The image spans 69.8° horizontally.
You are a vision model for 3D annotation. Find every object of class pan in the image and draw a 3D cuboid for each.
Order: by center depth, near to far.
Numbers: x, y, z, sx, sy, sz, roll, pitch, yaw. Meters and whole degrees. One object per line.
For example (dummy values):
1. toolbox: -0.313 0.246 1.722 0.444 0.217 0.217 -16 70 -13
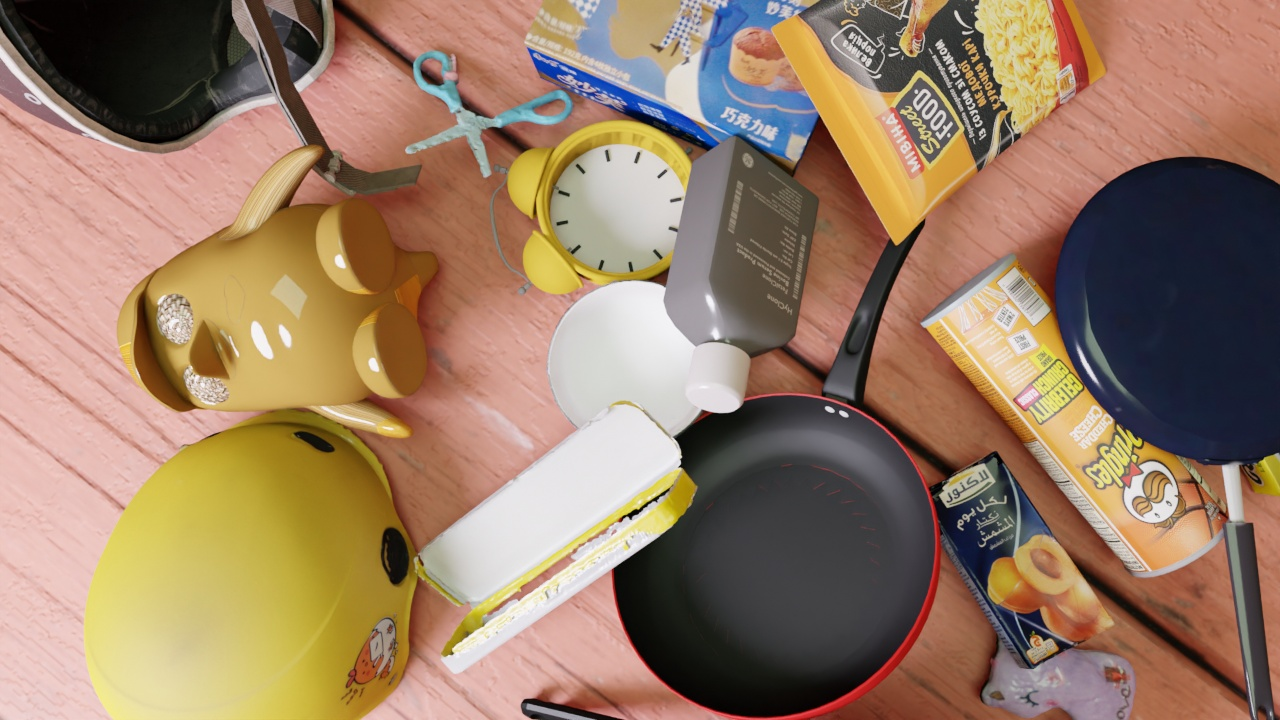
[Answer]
1. pan: 0.363 0.042 0.566 0.198 0.021 0.356 -1 81 -5
2. pan: 0.078 0.269 0.573 0.356 0.204 0.044 4 54 22
3. pan: 0.116 0.058 0.599 0.209 0.067 0.355 18 71 36

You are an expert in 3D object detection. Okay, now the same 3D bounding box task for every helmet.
1. helmet: -0.309 -0.246 0.590 0.254 0.233 0.233 -7 71 12
2. helmet: -0.264 0.150 0.601 0.209 0.139 0.240 0 86 3

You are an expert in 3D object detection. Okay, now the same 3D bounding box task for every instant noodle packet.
1. instant noodle packet: 0.207 -0.205 0.610 0.220 0.032 0.160 -38 105 -15

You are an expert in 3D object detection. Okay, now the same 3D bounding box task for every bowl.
1. bowl: -0.004 0.004 0.633 0.113 0.063 0.113 0 87 3

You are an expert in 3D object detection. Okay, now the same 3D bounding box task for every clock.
1. clock: -0.029 -0.105 0.648 0.152 0.052 0.113 -12 86 -2

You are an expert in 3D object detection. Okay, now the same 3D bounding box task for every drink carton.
1. drink carton: 0.242 0.131 0.608 0.064 0.040 0.130 -29 69 0

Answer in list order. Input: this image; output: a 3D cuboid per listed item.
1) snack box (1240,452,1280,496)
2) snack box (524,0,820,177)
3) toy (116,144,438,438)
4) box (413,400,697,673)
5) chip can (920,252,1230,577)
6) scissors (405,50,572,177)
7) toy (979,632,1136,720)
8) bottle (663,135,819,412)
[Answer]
1. snack box: 0.475 -0.001 0.616 0.181 0.045 0.121 -26 86 2
2. snack box: 0.046 -0.238 0.640 0.203 0.069 0.155 25 87 4
3. toy: -0.254 -0.026 0.609 0.203 0.162 0.199 -11 104 14
4. box: -0.062 0.122 0.591 0.210 0.080 0.079 -37 112 20
5. chip can: 0.286 0.035 0.609 0.075 0.075 0.215 -39 85 0
6. scissors: -0.109 -0.180 0.656 0.135 0.015 0.135 -12 62 -18
7. toy: 0.282 0.224 0.619 0.100 0.036 0.080 15 86 3
8. bottle: 0.062 -0.050 0.592 0.083 0.046 0.173 29 59 -27
